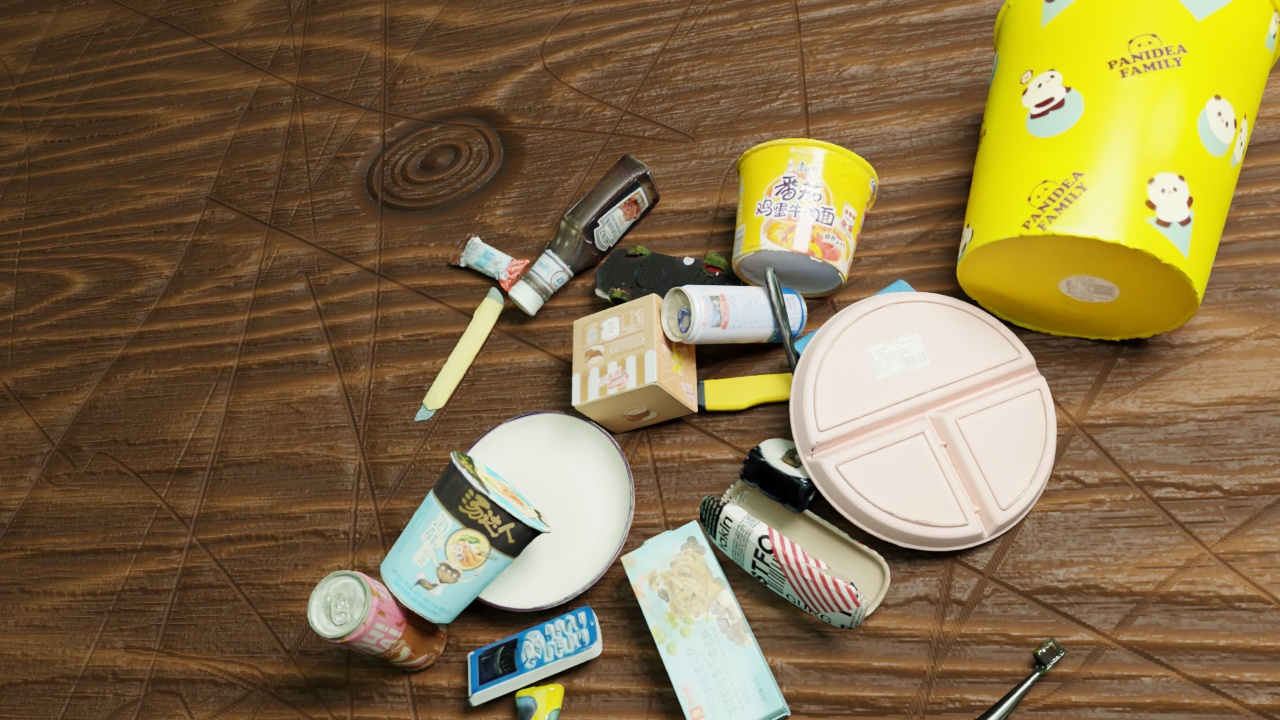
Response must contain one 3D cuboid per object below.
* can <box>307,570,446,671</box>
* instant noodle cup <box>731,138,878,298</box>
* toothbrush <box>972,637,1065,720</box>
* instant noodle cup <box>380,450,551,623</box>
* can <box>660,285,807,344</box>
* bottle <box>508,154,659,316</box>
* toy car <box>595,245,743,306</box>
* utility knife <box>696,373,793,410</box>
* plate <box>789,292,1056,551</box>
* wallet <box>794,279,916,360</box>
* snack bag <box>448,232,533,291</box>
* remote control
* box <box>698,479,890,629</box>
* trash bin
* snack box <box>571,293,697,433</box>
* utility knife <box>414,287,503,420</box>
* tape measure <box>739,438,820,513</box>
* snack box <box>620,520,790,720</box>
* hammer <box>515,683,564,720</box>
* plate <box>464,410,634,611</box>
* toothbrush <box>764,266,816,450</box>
[{"bbox_3d":[-0.222,0.226,0.789,0.058,0.147,0.057,-7,61,13],"label":"can"},{"bbox_3d":[0.151,-0.130,0.880,0.138,0.138,0.109,6,72,20],"label":"instant noodle cup"},{"bbox_3d":[0.243,0.287,0.686,0.212,0.026,0.027,-43,98,-8],"label":"toothbrush"},{"bbox_3d":[-0.156,0.158,0.791,0.111,0.111,0.120,37,87,29],"label":"instant noodle cup"},{"bbox_3d":[0.087,-0.042,0.849,0.134,0.053,0.053,-2,51,-33],"label":"can"},{"bbox_3d":[-0.061,-0.128,0.968,0.044,0.080,0.194,39,81,24],"label":"bottle"},{"bbox_3d":[0.029,-0.077,0.935,0.156,0.041,0.071,11,67,20],"label":"toy car"},{"bbox_3d":[0.149,0.027,0.859,0.209,0.015,0.033,-5,63,10],"label":"utility knife"},{"bbox_3d":[0.241,0.043,0.772,0.229,0.028,0.229,1,71,-2],"label":"plate"},{"bbox_3d":[0.219,-0.010,0.838,0.133,0.040,0.106,-30,55,-10],"label":"wallet"},{"bbox_3d":[-0.168,-0.110,1.023,0.105,0.026,0.045,27,82,29],"label":"snack bag"},{"bbox_3d":[-0.093,0.258,0.799,0.125,0.024,0.049,-22,33,4],"label":"remote control"},{"bbox_3d":[0.131,0.155,0.773,0.163,0.076,0.087,27,47,29],"label":"box"},{"bbox_3d":[0.391,-0.171,0.778,0.230,0.229,0.254,14,73,23],"label":"trash bin"},{"bbox_3d":[-0.005,0.005,0.870,0.093,0.077,0.094,-17,57,27],"label":"snack box"},{"bbox_3d":[-0.192,-0.006,0.980,0.031,0.018,0.167,21,69,30],"label":"utility knife"},{"bbox_3d":[0.128,0.097,0.798,0.066,0.065,0.034,30,117,23],"label":"tape measure"},{"bbox_3d":[0.052,0.227,0.762,0.074,0.052,0.174,-27,58,1],"label":"snack box"},{"bbox_3d":[-0.069,0.420,0.708,0.126,0.032,0.322,-15,60,8],"label":"hammer"},{"bbox_3d":[-0.095,0.142,0.859,0.193,0.039,0.192,-7,61,13],"label":"plate"},{"bbox_3d":[0.140,0.001,0.831,0.015,0.018,0.181,-12,84,-29],"label":"toothbrush"}]
